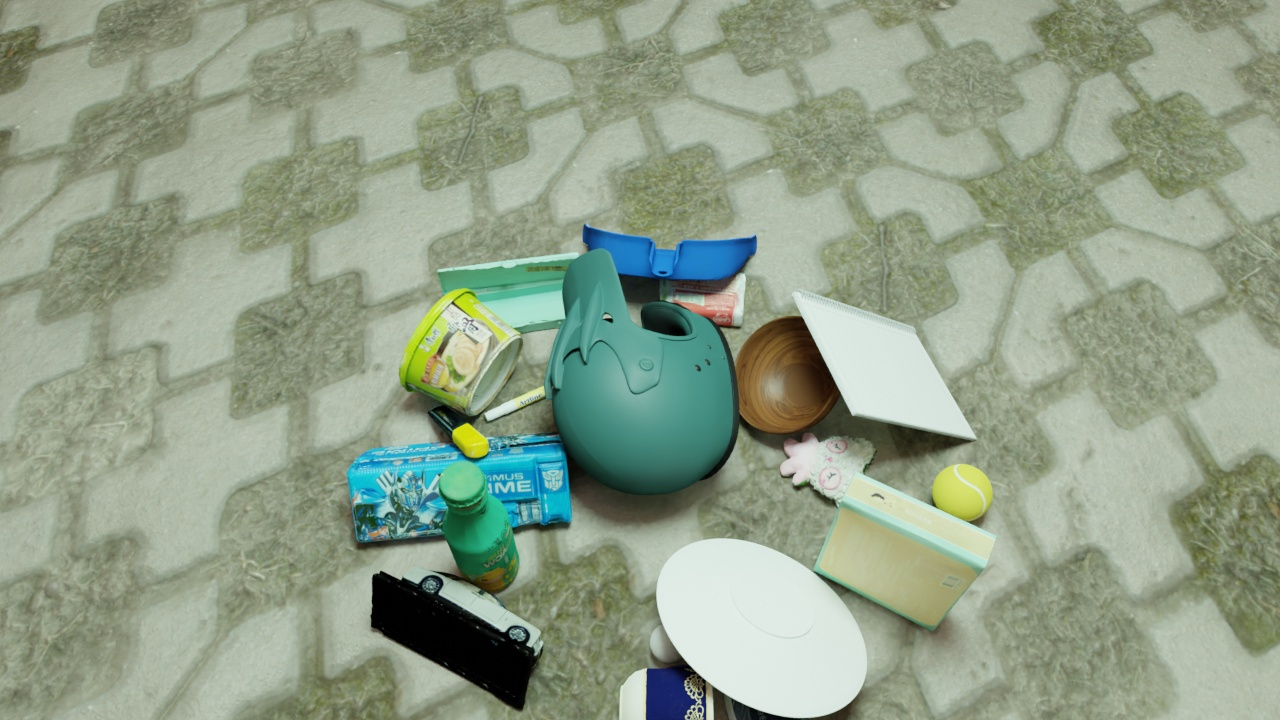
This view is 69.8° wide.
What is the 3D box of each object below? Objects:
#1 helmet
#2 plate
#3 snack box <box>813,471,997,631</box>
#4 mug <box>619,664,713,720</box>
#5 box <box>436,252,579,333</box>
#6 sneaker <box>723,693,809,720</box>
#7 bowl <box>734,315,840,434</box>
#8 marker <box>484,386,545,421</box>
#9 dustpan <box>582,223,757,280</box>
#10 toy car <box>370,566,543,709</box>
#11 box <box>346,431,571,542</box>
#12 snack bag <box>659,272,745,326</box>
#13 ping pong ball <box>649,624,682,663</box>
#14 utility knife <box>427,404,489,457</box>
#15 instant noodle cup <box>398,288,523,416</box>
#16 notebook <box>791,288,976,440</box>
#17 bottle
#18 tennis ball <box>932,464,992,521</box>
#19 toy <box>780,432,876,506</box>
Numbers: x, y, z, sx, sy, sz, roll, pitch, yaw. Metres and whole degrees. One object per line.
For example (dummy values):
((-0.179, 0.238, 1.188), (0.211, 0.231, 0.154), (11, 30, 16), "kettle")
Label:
((-0.011, 0.017, 1.050), (0.200, 0.177, 0.274), (13, 55, -28), "helmet")
((0.129, 0.255, 0.935), (0.229, 0.030, 0.229), (15, 30, -9), "plate")
((0.261, 0.201, 0.939), (0.141, 0.194, 0.044), (25, 61, 16), "snack box")
((0.026, 0.342, 0.917), (0.089, 0.086, 0.111), (-1, 20, 2), "mug")
((-0.168, -0.090, 1.202), (0.188, 0.093, 0.077), (-8, 54, -6), "box")
((0.145, 0.395, 0.874), (0.087, 0.079, 0.235), (-17, 57, -12), "sneaker")
((0.191, 0.025, 1.126), (0.148, 0.068, 0.147), (-15, 65, 35), "bowl")
((-0.134, 0.045, 1.156), (0.132, 0.014, 0.014), (-24, 59, -16), "marker")
((0.033, -0.134, 1.173), (0.245, 0.060, 0.257), (4, 22, 3), "dustpan")
((-0.185, 0.274, 0.965), (0.192, 0.094, 0.071), (23, 37, 15), "toy car")
((-0.206, 0.138, 1.078), (0.243, 0.094, 0.115), (-5, 15, -4), "box")
((0.082, -0.085, 1.233), (0.116, 0.036, 0.076), (3, 55, 3), "snack bag")
((0.030, 0.297, 0.965), (0.040, 0.040, 0.040), (0, 55, 0), "ping pong ball")
((-0.218, 0.078, 1.080), (0.028, 0.020, 0.173), (-11, 20, -26), "utility knife")
((-0.214, -0.005, 1.119), (0.098, 0.146, 0.145), (32, 60, 7), "instant noodle cup")
((0.294, 0.007, 1.097), (0.245, 0.013, 0.177), (12, 45, -39), "notebook")
((-0.169, 0.172, 0.948), (0.068, 0.210, 0.068), (0, 55, 0), "bottle")
((0.369, 0.152, 1.051), (0.065, 0.065, 0.065), (0, 55, 0), "tennis ball")
((0.219, 0.123, 1.089), (0.109, 0.041, 0.095), (13, 57, 16), "toy")
